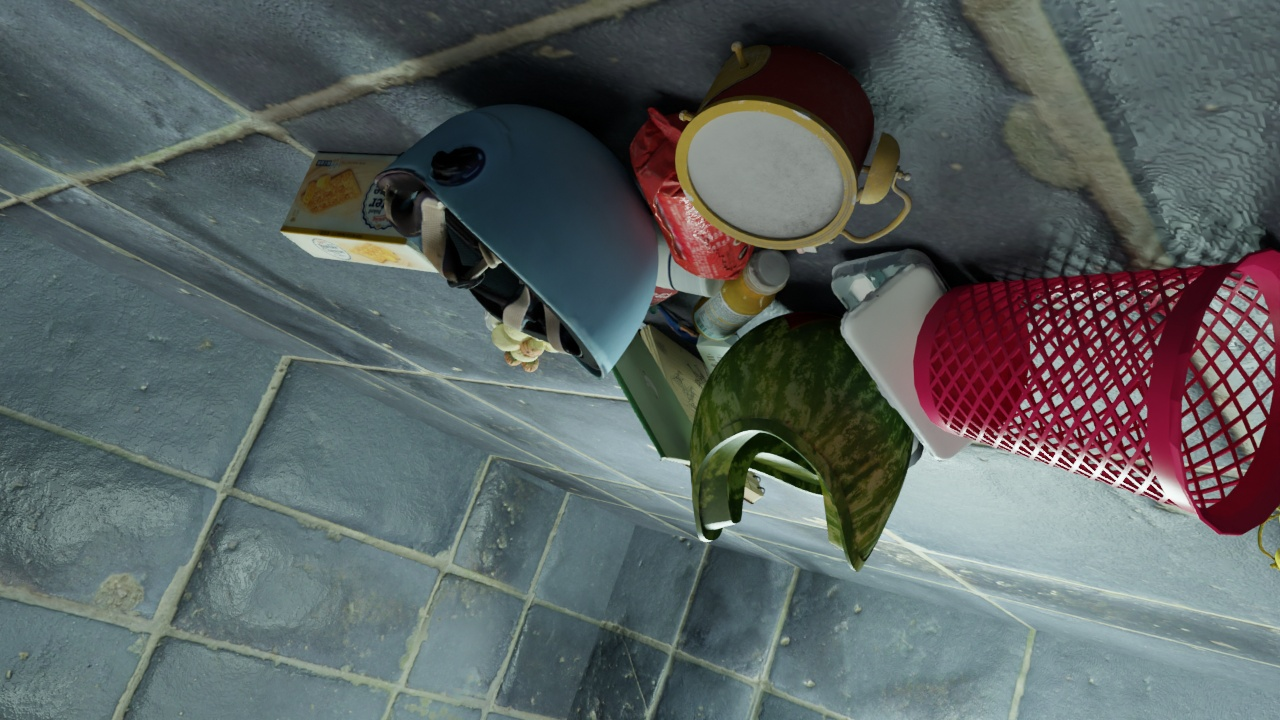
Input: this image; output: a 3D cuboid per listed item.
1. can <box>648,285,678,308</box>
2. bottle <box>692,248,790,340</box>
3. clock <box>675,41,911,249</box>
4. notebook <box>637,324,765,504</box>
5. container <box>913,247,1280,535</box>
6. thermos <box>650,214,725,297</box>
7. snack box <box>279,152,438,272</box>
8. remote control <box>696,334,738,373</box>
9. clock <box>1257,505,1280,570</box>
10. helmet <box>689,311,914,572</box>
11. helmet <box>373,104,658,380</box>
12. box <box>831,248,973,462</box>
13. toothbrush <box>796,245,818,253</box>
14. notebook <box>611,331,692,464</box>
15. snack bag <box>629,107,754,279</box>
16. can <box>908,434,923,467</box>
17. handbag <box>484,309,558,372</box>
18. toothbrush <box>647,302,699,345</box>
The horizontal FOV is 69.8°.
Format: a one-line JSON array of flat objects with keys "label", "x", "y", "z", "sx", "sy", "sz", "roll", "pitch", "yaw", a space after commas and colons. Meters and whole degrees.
[{"label": "can", "x": 0.010, "y": -0.086, "z": 0.955, "sx": 0.054, "sy": 0.054, "sz": 0.097, "roll": 24, "pitch": 164, "yaw": -15}, {"label": "bottle", "x": 0.099, "y": -0.065, "z": 0.911, "sx": 0.053, "sy": 0.053, "sz": 0.186, "roll": 22, "pitch": 165, "yaw": -6}, {"label": "clock", "x": 0.105, "y": -0.134, "z": 0.601, "sx": 0.159, "sy": 0.081, "sz": 0.117, "roll": 33, "pitch": 146, "yaw": -10}, {"label": "notebook", "x": 0.078, "y": 0.066, "z": 1.166, "sx": 0.024, "sy": 0.225, "sz": 0.167, "roll": -37, "pitch": 134, "yaw": 20}, {"label": "container", "x": 0.332, "y": 0.010, "z": 0.679, "sx": 0.183, "sy": 0.183, "sz": 0.226, "roll": 30, "pitch": 170, "yaw": -32}, {"label": "thermos", "x": -0.029, "y": -0.114, "z": 0.883, "sx": 0.230, "sy": 0.067, "sz": 0.068, "roll": 14, "pitch": 164, "yaw": 23}, {"label": "snack box", "x": -0.282, "y": -0.160, "z": 0.976, "sx": 0.208, "sy": 0.104, "sz": 0.057, "roll": 10, "pitch": 162, "yaw": 33}, {"label": "remote control", "x": 0.109, "y": -0.003, "z": 1.164, "sx": 0.050, "sy": 0.024, "sz": 0.143, "roll": 5, "pitch": 160, "yaw": 17}, {"label": "clock", "x": 0.711, "y": 0.189, "z": 0.952, "sx": 0.119, "sy": 0.083, "sz": 0.057, "roll": 4, "pitch": 165, "yaw": 40}, {"label": "helmet", "x": 0.168, "y": 0.070, "z": 0.937, "sx": 0.213, "sy": 0.246, "sz": 0.243, "roll": 4, "pitch": 116, "yaw": 29}, {"label": "helmet", "x": -0.082, "y": -0.107, "z": 0.739, "sx": 0.265, "sy": 0.166, "sz": 0.225, "roll": 41, "pitch": 174, "yaw": 44}, {"label": "box", "x": 0.247, "y": 0.005, "z": 0.800, "sx": 0.108, "sy": 0.109, "sz": 0.216, "roll": -15, "pitch": 135, "yaw": 41}, {"label": "toothbrush", "x": 0.115, "y": -0.132, "z": 0.733, "sx": 0.018, "sy": 0.015, "sz": 0.181, "roll": 5, "pitch": 160, "yaw": 26}, {"label": "notebook", "x": -0.006, "y": 0.006, "z": 0.998, "sx": 0.252, "sy": 0.010, "sz": 0.181, "roll": 60, "pitch": -167, "yaw": 19}, {"label": "snack bag", "x": 0.044, "y": -0.123, "z": 0.726, "sx": 0.082, "sy": 0.082, "sz": 0.176, "roll": 15, "pitch": 163, "yaw": 21}, {"label": "can", "x": 0.315, "y": 0.092, "z": 1.155, "sx": 0.064, "sy": 0.064, "sz": 0.127, "roll": 12, "pitch": 163, "yaw": 30}, {"label": "handbag", "x": -0.136, "y": -0.052, "z": 1.132, "sx": 0.112, "sy": 0.123, "sz": 0.172, "roll": 8, "pitch": 168, "yaw": -12}, {"label": "toothbrush", "x": 0.047, "y": -0.042, "z": 1.129, "sx": 0.022, "sy": 0.017, "sz": 0.135, "roll": -2, "pitch": 154, "yaw": 42}]
